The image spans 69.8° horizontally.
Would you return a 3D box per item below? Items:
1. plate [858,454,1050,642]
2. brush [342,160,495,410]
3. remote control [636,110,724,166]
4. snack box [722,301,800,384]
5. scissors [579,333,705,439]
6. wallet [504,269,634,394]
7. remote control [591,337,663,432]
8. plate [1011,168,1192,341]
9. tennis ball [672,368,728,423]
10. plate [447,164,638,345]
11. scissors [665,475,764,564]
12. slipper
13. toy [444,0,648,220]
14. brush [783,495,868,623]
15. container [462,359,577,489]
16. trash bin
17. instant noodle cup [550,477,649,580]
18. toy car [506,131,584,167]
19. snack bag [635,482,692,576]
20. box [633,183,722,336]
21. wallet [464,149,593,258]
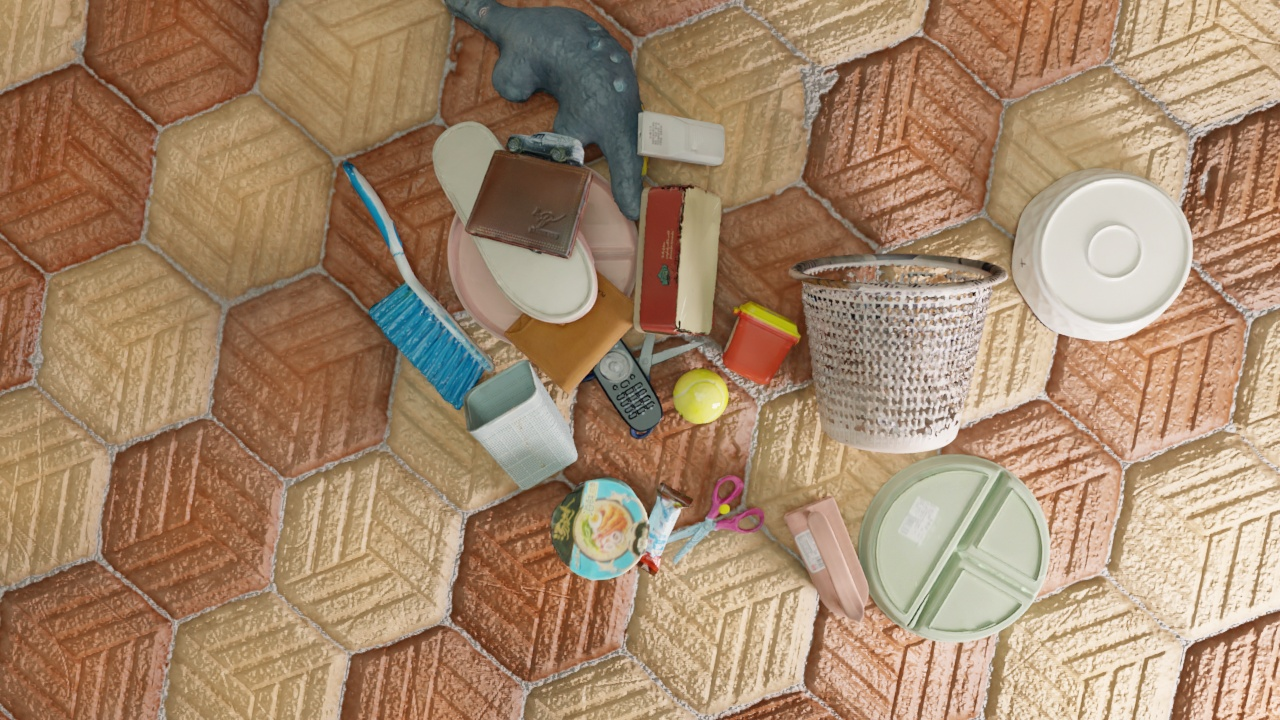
[{"bbox_3d":[0.378,0.228,1.099,0.230,0.027,0.230,0,92,1],"label":"plate"},{"bbox_3d":[-0.285,-0.090,1.094,0.109,0.060,0.314,-43,89,-3],"label":"brush"},{"bbox_3d":[0.048,-0.255,1.055,0.124,0.024,0.049,-2,94,-36],"label":"remote control"},{"bbox_3d":[0.135,-0.020,1.066,0.082,0.091,0.080,26,100,1],"label":"snack box"},{"bbox_3d":[-0.005,0.011,1.108,0.162,0.012,0.176,3,90,1],"label":"scissors"},{"bbox_3d":[-0.078,-0.043,1.065,0.108,0.031,0.132,43,90,7],"label":"wallet"},{"bbox_3d":[-0.021,0.022,1.089,0.053,0.024,0.136,-32,91,3],"label":"remote control"},{"bbox_3d":[0.544,-0.125,1.071,0.205,0.045,0.205,0,92,1],"label":"plate"},{"bbox_3d":[0.070,0.042,1.080,0.065,0.065,0.065,0,92,1],"label":"tennis ball"},{"bbox_3d":[-0.115,-0.127,1.097,0.229,0.028,0.229,0,93,1],"label":"plate"},{"bbox_3d":[0.090,0.206,1.112,0.093,0.017,0.137,40,97,-2],"label":"scissors"},{"bbox_3d":[-0.145,-0.156,1.054,0.114,0.054,0.274,-37,80,0],"label":"slipper"},{"bbox_3d":[-0.084,-0.327,1.058,0.138,0.091,0.356,-45,85,13],"label":"toy"},{"bbox_3d":[0.225,0.237,1.081,0.063,0.073,0.145,-23,93,1],"label":"brush"},{"bbox_3d":[-0.136,0.078,1.061,0.090,0.090,0.111,-30,121,2],"label":"container"},{"bbox_3d":[0.277,-0.010,1.013,0.227,0.227,0.192,-1,104,1],"label":"trash bin"},{"bbox_3d":[-0.042,0.184,1.062,0.111,0.120,0.111,0,91,3],"label":"instant noodle cup"},{"bbox_3d":[-0.107,-0.238,1.030,0.091,0.043,0.034,13,91,17],"label":"toy car"},{"bbox_3d":[0.021,0.203,1.106,0.048,0.026,0.104,28,93,6],"label":"snack bag"},{"bbox_3d":[0.051,-0.113,1.050,0.077,0.091,0.168,4,90,36],"label":"box"},{"bbox_3d":[-0.121,-0.172,1.010,0.124,0.032,0.101,15,85,10],"label":"wallet"}]
